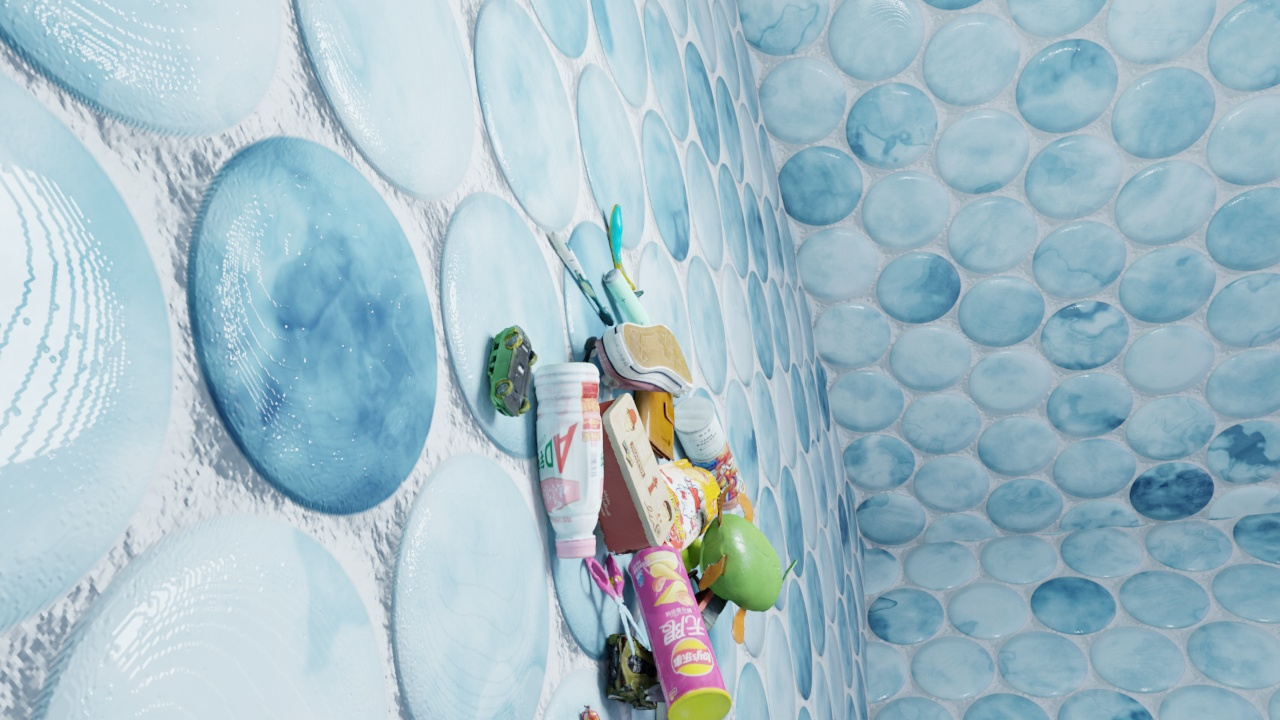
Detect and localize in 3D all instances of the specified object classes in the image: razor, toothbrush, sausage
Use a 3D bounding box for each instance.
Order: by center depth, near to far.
[{"bbox_3d":[-0.036,0.425,0.964,0.020,0.020,0.156,-60,137,-63],"label":"sausage"},{"bbox_3d":[-0.071,0.027,1.060,0.180,0.016,0.018,-74,158,-54],"label":"toothbrush"},{"bbox_3d":[-0.069,-0.100,1.130,0.192,0.016,0.018,58,19,-51],"label":"toothbrush"},{"bbox_3d":[-0.026,-0.149,1.264,0.043,0.028,0.132,-15,99,-41],"label":"razor"},{"bbox_3d":[0.013,-0.034,1.267,0.224,0.027,0.026,57,1,-30],"label":"toothbrush"}]

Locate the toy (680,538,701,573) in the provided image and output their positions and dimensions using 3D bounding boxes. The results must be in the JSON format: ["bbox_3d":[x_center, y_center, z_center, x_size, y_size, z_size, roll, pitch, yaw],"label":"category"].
[{"bbox_3d":[0.064,0.269,1.325,0.100,0.031,0.096,45,25,-48],"label":"toy"}]

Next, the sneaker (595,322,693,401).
[{"bbox_3d":[-0.007,0.007,1.151,0.240,0.088,0.118,11,57,-67],"label":"sneaker"}]

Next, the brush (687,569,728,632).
[{"bbox_3d":[0.074,0.342,1.288,0.069,0.063,0.145,51,18,6],"label":"brush"}]

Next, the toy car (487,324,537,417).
[{"bbox_3d":[-0.124,0.011,0.870,0.043,0.036,0.091,59,27,-51],"label":"toy car"}]

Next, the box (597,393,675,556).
[{"bbox_3d":[-0.029,0.133,1.057,0.091,0.079,0.168,-49,121,-66],"label":"box"}]

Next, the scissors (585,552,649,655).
[{"bbox_3d":[-0.027,0.266,1.023,0.125,0.017,0.133,51,14,-45],"label":"scissors"}]

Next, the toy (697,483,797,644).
[{"bbox_3d":[0.141,0.286,1.299,0.247,0.090,0.226,49,42,-46],"label":"toy"}]

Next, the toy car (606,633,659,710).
[{"bbox_3d":[-0.003,0.362,1.064,0.158,0.042,0.070,56,30,-58],"label":"toy car"}]

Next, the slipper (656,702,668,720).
[{"bbox_3d":[0.056,0.489,1.155,0.114,0.054,0.273,55,30,-54],"label":"slipper"}]

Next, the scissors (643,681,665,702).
[{"bbox_3d":[0.038,0.381,1.102,0.235,0.022,0.136,49,16,-45],"label":"scissors"}]

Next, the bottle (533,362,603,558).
[{"bbox_3d":[-0.072,0.103,0.944,0.068,0.068,0.197,13,72,-71],"label":"bottle"}]

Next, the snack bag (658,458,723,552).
[{"bbox_3d":[0.043,0.199,1.248,0.207,0.073,0.128,-5,78,-66],"label":"snack bag"}]

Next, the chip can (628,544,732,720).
[{"bbox_3d":[0.041,0.313,1.061,0.210,0.071,0.071,-110,177,-51],"label":"chip can"}]

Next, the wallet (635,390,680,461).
[{"bbox_3d":[0.022,0.070,1.306,0.119,0.035,0.130,40,44,-55],"label":"wallet"}]

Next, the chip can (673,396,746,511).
[{"bbox_3d":[0.111,0.153,1.470,0.071,0.071,0.215,-82,156,-43],"label":"chip can"}]
